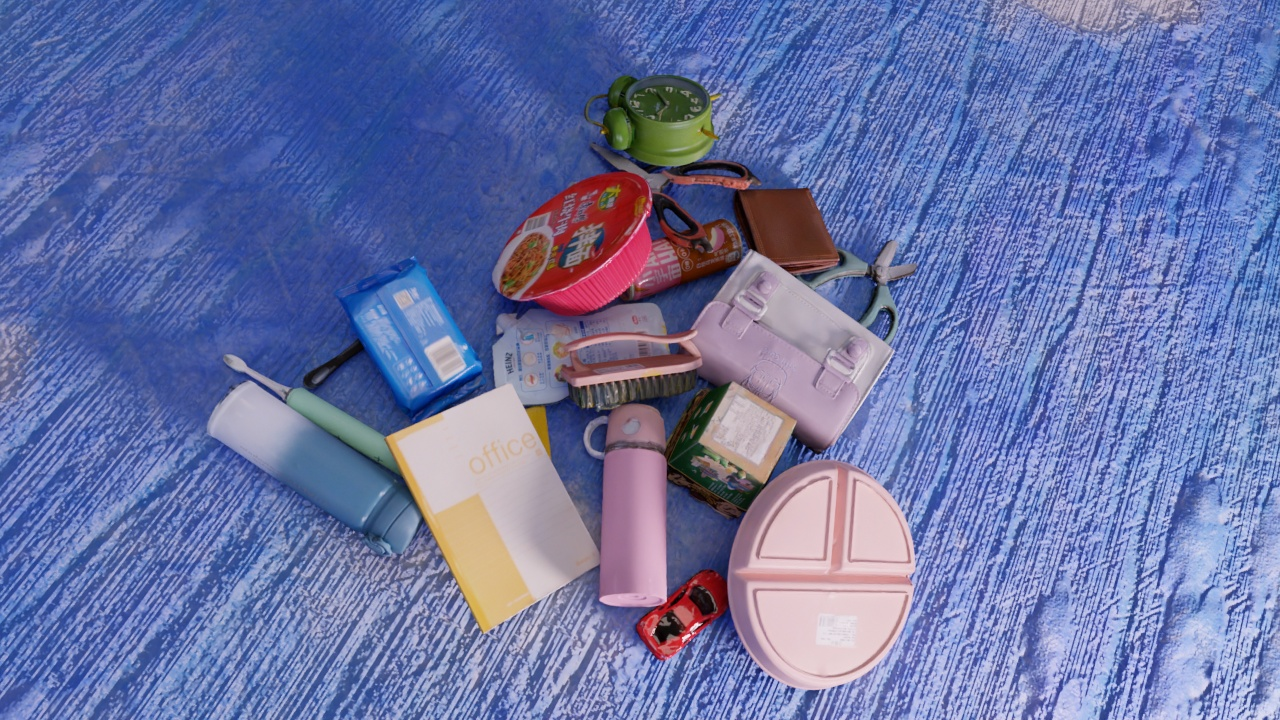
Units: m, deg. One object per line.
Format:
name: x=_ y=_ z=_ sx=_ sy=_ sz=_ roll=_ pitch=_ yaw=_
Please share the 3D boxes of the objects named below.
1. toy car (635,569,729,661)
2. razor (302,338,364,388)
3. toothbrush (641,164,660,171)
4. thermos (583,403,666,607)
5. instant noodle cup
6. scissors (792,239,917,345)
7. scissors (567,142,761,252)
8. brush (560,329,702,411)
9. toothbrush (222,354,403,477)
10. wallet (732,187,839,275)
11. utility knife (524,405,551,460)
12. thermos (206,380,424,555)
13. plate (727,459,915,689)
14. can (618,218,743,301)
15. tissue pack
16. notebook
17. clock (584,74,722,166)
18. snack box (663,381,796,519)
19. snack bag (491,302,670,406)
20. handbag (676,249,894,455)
toy car: x=0.047 y=0.251 z=0.916 sx=0.106 sy=0.031 sz=0.049 roll=-33 pitch=81 yaw=-24
razor: x=-0.288 y=-0.016 z=0.949 sx=0.142 sy=0.022 sz=0.042 roll=-41 pitch=104 yaw=-23
toothbrush: x=-0.027 y=-0.208 z=1.083 sx=0.188 sy=0.018 sz=0.014 roll=-34 pitch=71 yaw=-20
thermos: x=-0.016 y=0.143 z=0.924 sx=0.087 sy=0.067 sz=0.198 roll=-5 pitch=65 yaw=9
instant noodle cup: x=-0.060 y=-0.115 z=0.975 sx=0.193 sy=0.194 sz=0.066 roll=-56 pitch=131 yaw=-24
scissors: x=0.251 y=-0.095 z=1.100 sx=0.178 sy=0.019 sz=0.172 roll=28 pitch=68 yaw=0
scissors: x=0.029 y=-0.202 z=1.058 sx=0.188 sy=0.015 sz=0.222 roll=-33 pitch=62 yaw=-26
brush: x=-0.006 y=0.005 z=0.941 sx=0.145 sy=0.063 sz=0.073 roll=-8 pitch=101 yaw=-15
toothbrush: x=-0.318 y=0.053 z=0.913 sx=0.224 sy=0.027 sz=0.026 roll=31 pitch=59 yaw=0
wallet: x=0.172 y=-0.156 z=1.092 sx=0.101 sy=0.032 sz=0.124 roll=-6 pitch=60 yaw=-15
utility knife: x=-0.101 y=0.117 z=0.943 sx=0.033 sy=0.015 sz=0.154 roll=4 pitch=67 yaw=-30
thermos: x=-0.304 y=0.105 z=0.875 sx=0.220 sy=0.070 sz=0.070 roll=34 pitch=66 yaw=2
plate: x=0.190 y=0.214 z=0.916 sx=0.229 sy=0.028 sz=0.229 roll=1 pitch=88 yaw=-28
can: x=0.041 y=-0.114 z=1.039 sx=0.147 sy=0.058 sz=0.058 roll=-20 pitch=75 yaw=-19
tissue pack: x=-0.232 y=-0.021 z=0.932 sx=0.094 sy=0.052 sz=0.157 roll=-33 pitch=98 yaw=-22
notebook: x=-0.139 y=0.138 z=0.894 sx=0.145 sy=0.010 sz=0.206 roll=-24 pitch=85 yaw=-34
clock: x=0.014 y=-0.288 z=1.084 sx=0.161 sy=0.056 sz=0.115 roll=5 pitch=48 yaw=2
snack box: x=0.098 y=0.085 z=0.949 sx=0.118 sy=0.106 sz=0.117 roll=32 pitch=66 yaw=0
snack bag: x=-0.064 y=-0.008 z=0.987 sx=0.191 sy=0.039 sz=0.110 roll=-5 pitch=77 yaw=-13
handbag: x=0.156 y=-0.009 z=1.008 sx=0.197 sy=0.099 sz=0.144 roll=35 pitch=72 yaw=3
